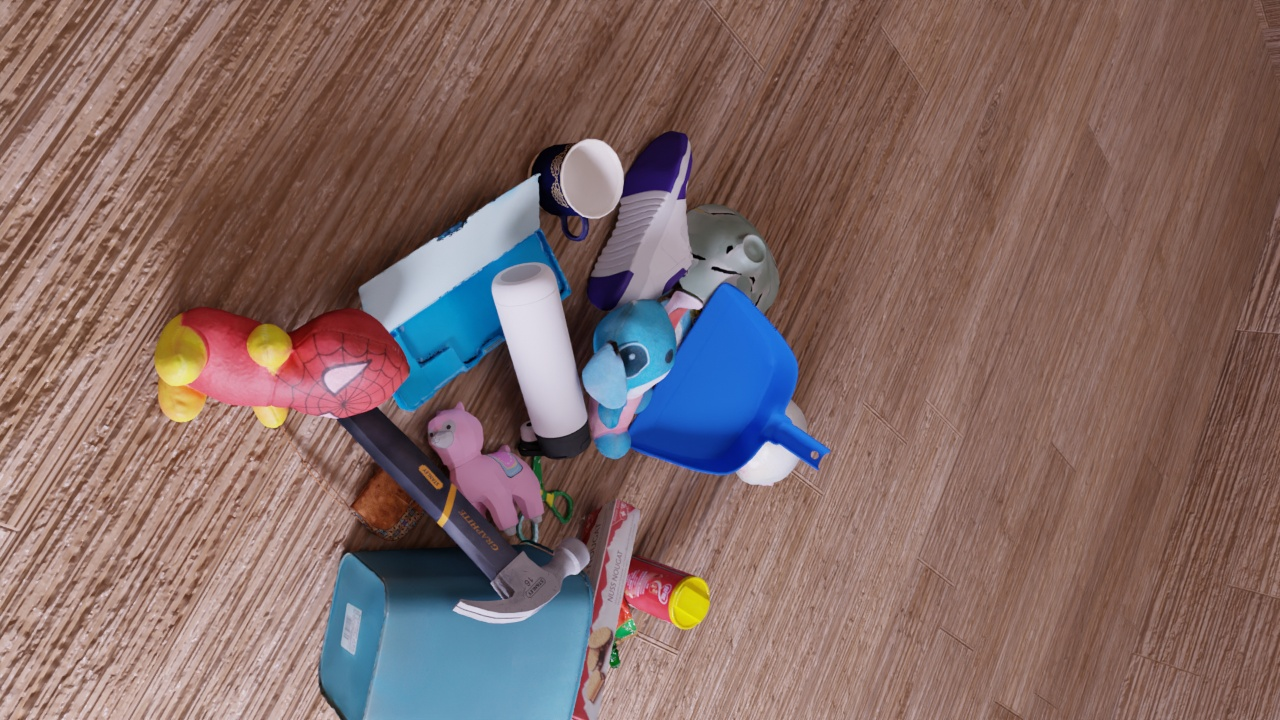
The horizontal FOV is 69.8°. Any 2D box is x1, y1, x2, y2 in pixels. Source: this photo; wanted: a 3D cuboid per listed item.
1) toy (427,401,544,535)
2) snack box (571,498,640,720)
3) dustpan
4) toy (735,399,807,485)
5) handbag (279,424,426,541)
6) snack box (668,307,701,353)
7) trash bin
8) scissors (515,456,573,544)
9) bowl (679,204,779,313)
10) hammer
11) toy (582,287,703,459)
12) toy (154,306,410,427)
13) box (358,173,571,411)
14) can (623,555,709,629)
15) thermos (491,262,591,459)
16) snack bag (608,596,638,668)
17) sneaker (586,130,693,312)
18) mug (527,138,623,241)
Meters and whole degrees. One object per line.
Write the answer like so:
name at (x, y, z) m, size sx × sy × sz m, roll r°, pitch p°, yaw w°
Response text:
toy at (-0.175, 0.122, 1.023) m, size 0.123 × 0.067 × 0.157 m, roll -14°, pitch 81°, yaw -66°
snack box at (-0.060, 0.293, 1.073) m, size 0.044 × 0.077 × 0.272 m, roll 30°, pitch 48°, yaw -21°
dustpan at (0.147, 0.069, 1.213) m, size 0.257 × 0.059 × 0.245 m, roll 34°, pitch 87°, yaw -27°
toy at (0.196, 0.123, 1.336) m, size 0.138 × 0.101 × 0.179 m, roll -66°, pitch 153°, yaw -10°
handbag at (-0.293, 0.104, 0.947) m, size 0.196 × 0.043 × 0.093 m, roll 48°, pitch 64°, yaw -31°
snack box at (0.079, -0.015, 1.242) m, size 0.144 × 0.040 × 0.143 m, roll -26°, pitch 111°, yaw -35°
trash bin at (-0.200, 0.292, 0.965) m, size 0.218 × 0.197 × 0.199 m, roll 12°, pitch 88°, yaw -35°
scissors at (-0.132, 0.166, 1.111) m, size 0.108 × 0.012 × 0.132 m, roll -49°, pitch 124°, yaw -23°
bowl at (0.132, -0.138, 1.218) m, size 0.174 × 0.068 × 0.174 m, roll 9°, pitch 73°, yaw -29°
hammer at (-0.200, 0.129, 0.916) m, size 0.312 × 0.035 × 0.139 m, roll 45°, pitch 47°, yaw 6°
toy at (-0.006, 0.006, 1.093) m, size 0.223 × 0.099 × 0.192 m, roll -50°, pitch 159°, yaw -47°
toy at (-0.320, 0.002, 0.835) m, size 0.216 × 0.148 × 0.098 m, roll -2°, pitch 73°, yaw -27°
box at (-0.193, -0.080, 0.990) m, size 0.242 × 0.060 × 0.176 m, roll -40°, pitch 138°, yaw -29°
can at (0.026, 0.299, 1.192) m, size 0.066 × 0.125 × 0.067 m, roll -6°, pitch 99°, yaw -41°
thermos at (-0.119, 0.008, 1.021) m, size 0.068 × 0.101 × 0.230 m, roll -47°, pitch 133°, yaw -48°
snack bag at (-0.053, 0.338, 1.186) m, size 0.087 × 0.044 × 0.155 m, roll -25°, pitch 115°, yaw -16°
sneaker at (0.028, -0.159, 1.148) m, size 0.111 × 0.092 × 0.244 m, roll 27°, pitch 83°, yaw -41°
mug at (-0.081, -0.192, 1.045) m, size 0.085 × 0.089 × 0.112 m, roll -2°, pitch 98°, yaw -40°
